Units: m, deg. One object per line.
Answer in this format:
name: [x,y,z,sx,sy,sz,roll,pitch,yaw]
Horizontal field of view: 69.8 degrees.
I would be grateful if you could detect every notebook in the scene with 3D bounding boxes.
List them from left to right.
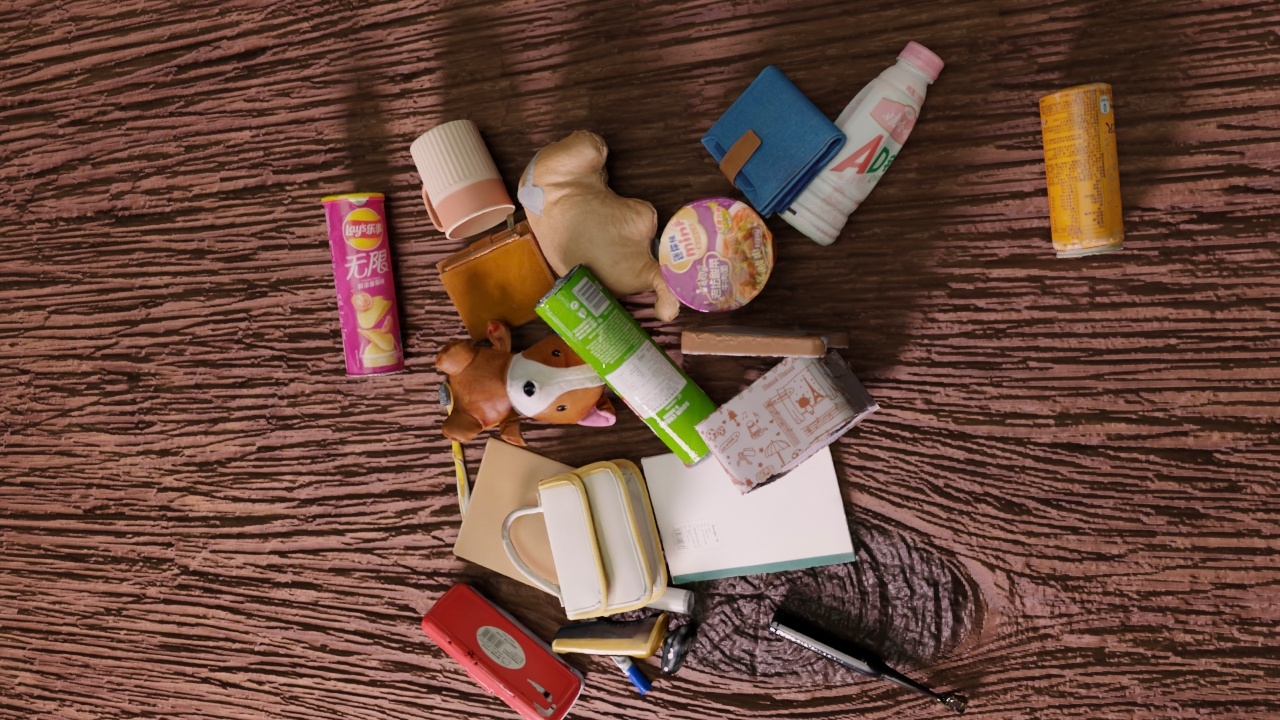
notebook: [-0.107,0.190,1.064,0.208,0.008,0.148,18,91,17]
notebook: [0.114,0.159,0.993,0.209,0.012,0.150,-13,94,21]

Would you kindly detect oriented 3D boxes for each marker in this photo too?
marker: [-0.039,0.329,1.075,0.017,0.016,0.146,-44,83,21]

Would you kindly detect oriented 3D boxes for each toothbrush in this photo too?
toothbrush: [-0.221,0.120,1.106,0.016,0.018,0.191,-5,97,22]
toothbrush: [-0.047,0.262,1.062,0.221,0.026,0.027,5,122,20]
toothbrush: [0.238,0.318,0.967,0.213,0.026,0.027,21,128,16]

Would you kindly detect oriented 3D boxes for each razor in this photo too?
razor: [-0.020,0.319,1.036,0.168,0.062,0.067,-5,77,17]

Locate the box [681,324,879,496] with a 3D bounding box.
box: [0.124,0.012,0.871,0.151,0.181,0.168,-40,76,16]

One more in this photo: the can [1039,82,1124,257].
can: [0.391,-0.167,0.812,0.058,0.058,0.146,-6,97,21]

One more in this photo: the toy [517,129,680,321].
toy: [-0.040,-0.126,0.961,0.226,0.082,0.144,54,136,3]

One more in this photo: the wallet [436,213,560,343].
wallet: [-0.159,-0.092,1.030,0.131,0.035,0.119,-20,103,23]

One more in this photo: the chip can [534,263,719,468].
chip can: [-0.006,0.006,0.945,0.072,0.072,0.236,-40,101,21]

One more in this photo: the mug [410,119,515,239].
mug: [-0.206,-0.194,1.021,0.115,0.081,0.106,-26,87,47]

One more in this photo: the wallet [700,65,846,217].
wallet: [0.124,-0.212,0.883,0.106,0.040,0.133,-46,48,19]

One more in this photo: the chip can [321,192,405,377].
chip can: [-0.324,-0.088,1.082,0.071,0.071,0.210,-3,99,20]

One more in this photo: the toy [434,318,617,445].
toy: [-0.125,0.022,1.005,0.200,0.130,0.140,-4,98,11]

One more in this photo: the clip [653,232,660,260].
clip: [0.015,-0.121,0.978,0.024,0.028,0.056,-39,75,20]

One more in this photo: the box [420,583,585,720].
box: [-0.169,0.363,1.105,0.201,0.095,0.100,36,136,10]

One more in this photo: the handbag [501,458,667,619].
handbag: [-0.073,0.205,1.020,0.179,0.063,0.163,-18,79,18]

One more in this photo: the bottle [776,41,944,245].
bottle: [0.210,-0.206,0.869,0.068,0.068,0.197,38,107,11]

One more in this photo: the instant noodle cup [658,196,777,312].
instant noodle cup: [0.086,-0.106,0.913,0.112,0.099,0.111,3,98,20]
